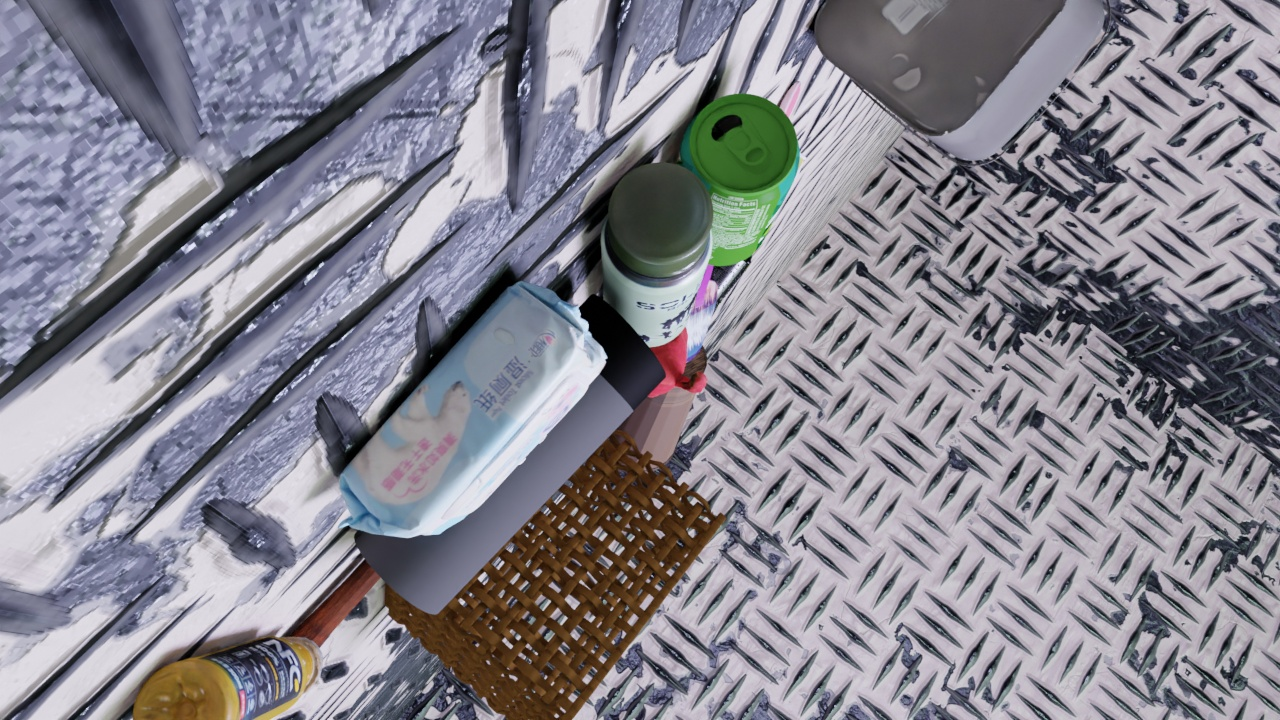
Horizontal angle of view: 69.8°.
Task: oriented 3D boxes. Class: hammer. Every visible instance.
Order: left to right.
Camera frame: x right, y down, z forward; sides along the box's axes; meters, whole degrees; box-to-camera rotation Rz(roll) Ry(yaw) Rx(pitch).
[{"bbox_3d":[-0.174,0.123,0.740,0.300,0.028,0.111,-48,174,-18],"label":"hammer"}]

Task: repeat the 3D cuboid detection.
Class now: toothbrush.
[{"bbox_3d":[0.127,-0.221,0.901,0.021,0.016,0.135,-46,173,-36],"label":"toothbrush"}]

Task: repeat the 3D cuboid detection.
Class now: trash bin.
[{"bbox_3d":[0.268,-0.286,0.785,0.198,0.197,0.219,-53,167,26],"label":"trash bin"}]

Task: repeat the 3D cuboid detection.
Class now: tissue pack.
[{"bbox_3d":[-0.099,0.038,0.565,0.182,0.070,0.112,-49,175,-2],"label":"tissue pack"}]

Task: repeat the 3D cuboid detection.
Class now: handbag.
[{"bbox_3d":[0.030,-0.065,0.916,0.144,0.068,0.170,-23,151,-30],"label":"handbag"}]

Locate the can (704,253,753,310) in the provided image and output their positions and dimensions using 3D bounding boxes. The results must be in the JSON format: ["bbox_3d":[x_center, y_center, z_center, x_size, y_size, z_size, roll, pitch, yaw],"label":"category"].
[{"bbox_3d":[0.087,-0.097,1.181,0.138,0.054,0.053,-52,174,17],"label":"can"}]

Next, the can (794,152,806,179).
[{"bbox_3d":[0.092,-0.155,0.808,0.127,0.064,0.064,-52,174,16],"label":"can"}]

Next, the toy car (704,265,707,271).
[{"bbox_3d":[0.079,-0.134,1.000,0.048,0.033,0.105,-47,170,-10],"label":"toy car"}]

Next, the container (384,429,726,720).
[{"bbox_3d":[-0.096,0.211,0.945,0.250,0.214,0.220,-47,173,-29],"label":"container"}]

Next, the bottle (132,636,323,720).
[{"bbox_3d":[-0.247,0.204,0.578,0.053,0.053,0.186,-49,174,-9],"label":"bottle"}]

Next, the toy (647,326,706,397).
[{"bbox_3d":[-0.005,0.005,0.823,0.093,0.133,0.088,-25,138,-46],"label":"toy"}]

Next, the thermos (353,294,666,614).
[{"bbox_3d":[-0.090,0.066,0.664,0.240,0.082,0.082,-46,174,-6],"label":"thermos"}]

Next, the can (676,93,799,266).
[{"bbox_3d":[0.066,-0.130,0.682,0.083,0.083,0.144,-49,174,-11],"label":"can"}]

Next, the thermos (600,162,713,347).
[{"bbox_3d":[0.010,-0.073,0.671,0.082,0.082,0.231,-49,173,-9],"label":"thermos"}]

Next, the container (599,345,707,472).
[{"bbox_3d":[0.009,0.041,1.149,0.131,0.132,0.168,-45,166,-41],"label":"container"}]
